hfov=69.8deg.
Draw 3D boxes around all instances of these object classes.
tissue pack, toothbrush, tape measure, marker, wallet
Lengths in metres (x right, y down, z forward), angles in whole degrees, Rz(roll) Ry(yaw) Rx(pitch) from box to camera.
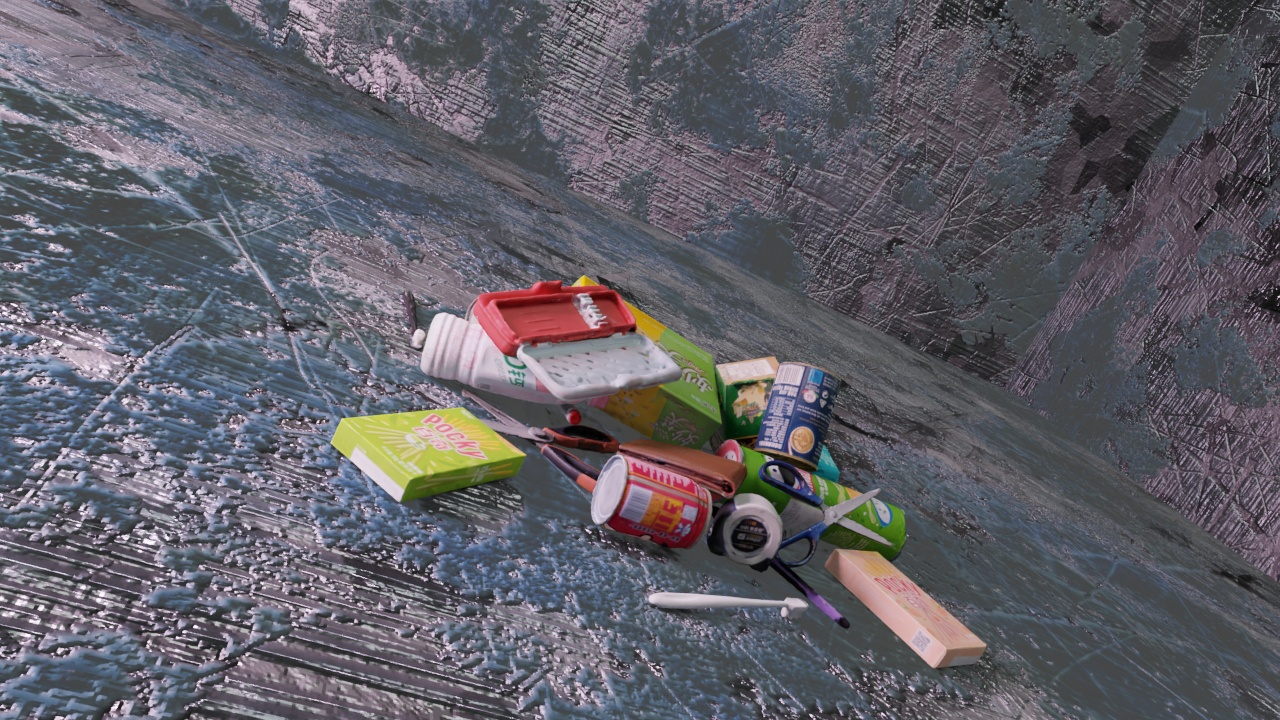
[{"bbox_3d":[0.206,0.130,1.217,0.093,0.050,0.133,25,15,-10],"label":"tissue pack"},{"bbox_3d":[0.078,0.210,0.786,0.180,0.016,0.016,14,18,-36],"label":"toothbrush"},{"bbox_3d":[-0.268,-0.053,1.080,0.015,0.018,0.181,17,16,-24],"label":"toothbrush"},{"bbox_3d":[0.104,0.164,0.886,0.065,0.066,0.033,25,14,-7],"label":"tape measure"},{"bbox_3d":[0.136,0.202,0.915,0.189,0.014,0.016,38,15,35],"label":"toothbrush"},{"bbox_3d":[-0.093,0.041,1.026,0.017,0.017,0.145,20,9,-26],"label":"marker"},{"bbox_3d":[0.043,0.107,0.920,0.124,0.032,0.101,14,2,14],"label":"wallet"}]

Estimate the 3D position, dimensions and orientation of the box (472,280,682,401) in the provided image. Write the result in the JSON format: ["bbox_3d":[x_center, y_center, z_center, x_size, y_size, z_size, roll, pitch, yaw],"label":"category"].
[{"bbox_3d":[-0.061,-0.019,0.957,0.200,0.039,0.158,-9,54,-51],"label":"box"}]

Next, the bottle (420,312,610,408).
[{"bbox_3d":[-0.126,0.008,0.962,0.197,0.068,0.068,16,16,-8],"label":"bottle"}]

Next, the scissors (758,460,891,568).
[{"bbox_3d":[0.191,0.164,0.971,0.162,0.012,0.173,45,55,3],"label":"scissors"}]

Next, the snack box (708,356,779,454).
[{"bbox_3d":[0.143,0.057,1.150,0.118,0.106,0.117,-8,18,-2],"label":"snack box"}]

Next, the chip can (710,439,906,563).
[{"bbox_3d":[0.188,0.162,1.033,0.236,0.072,0.072,23,15,-19],"label":"chip can"}]

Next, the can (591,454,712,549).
[{"bbox_3d":[0.011,0.130,0.833,0.093,0.066,0.066,21,16,-20],"label":"can"}]

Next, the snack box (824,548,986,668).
[{"bbox_3d":[0.272,0.254,0.952,0.084,0.026,0.157,13,20,-43],"label":"snack box"}]

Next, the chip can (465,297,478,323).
[{"bbox_3d":[-0.130,-0.043,1.178,0.071,0.071,0.210,35,17,27],"label":"chip can"}]

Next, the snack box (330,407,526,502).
[{"bbox_3d":[-0.174,0.076,0.777,0.086,0.026,0.156,34,16,23],"label":"snack box"}]

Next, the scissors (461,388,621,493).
[{"bbox_3d":[-0.087,0.086,0.922,0.225,0.015,0.189,13,20,-40],"label":"scissors"}]

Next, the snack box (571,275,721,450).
[{"bbox_3d":[-0.007,0.006,1.106,0.210,0.070,0.157,31,27,-19],"label":"snack box"}]

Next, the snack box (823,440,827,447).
[{"bbox_3d":[0.200,0.097,1.367,0.155,0.027,0.077,18,16,-31],"label":"snack box"}]

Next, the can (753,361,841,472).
[{"bbox_3d":[0.180,0.063,1.052,0.075,0.111,0.075,17,-12,4],"label":"can"}]
